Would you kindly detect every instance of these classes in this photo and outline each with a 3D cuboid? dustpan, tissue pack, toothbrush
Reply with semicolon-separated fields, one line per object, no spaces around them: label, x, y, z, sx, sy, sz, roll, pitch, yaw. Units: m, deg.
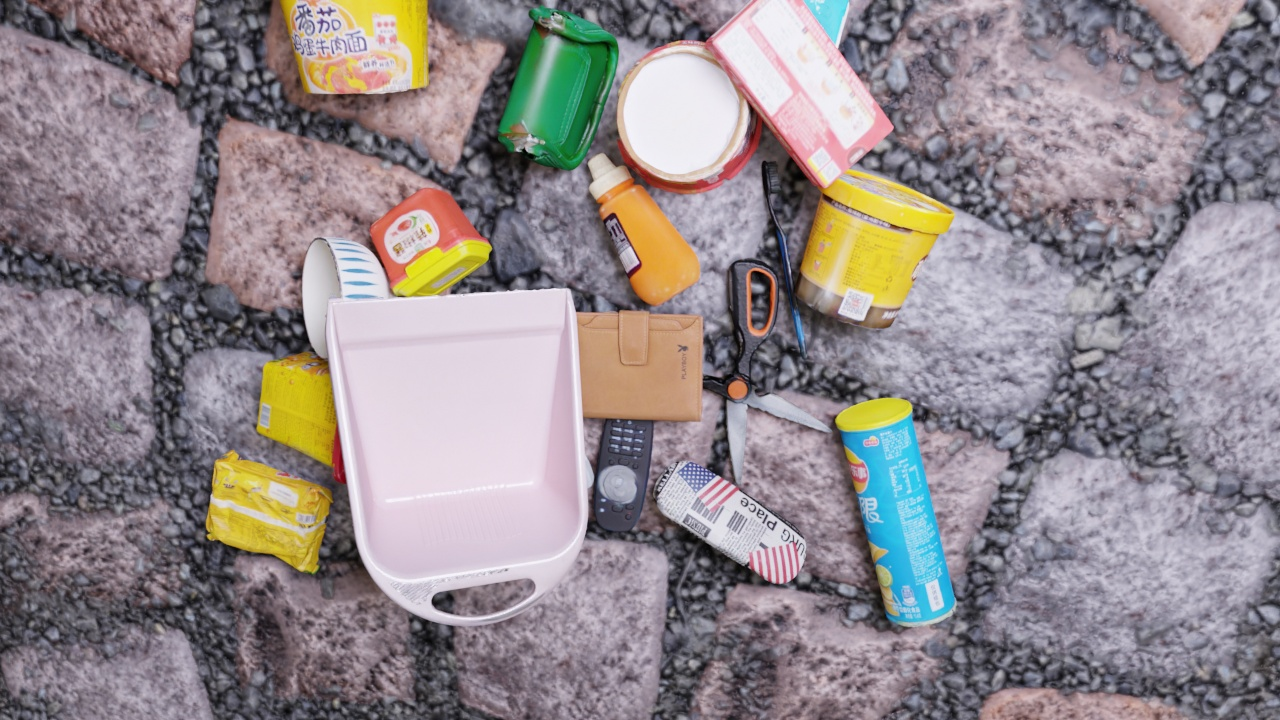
dustpan;-0.146;0.081;0.805;0.222;0.139;0.274;-7;113;-17
tissue pack;0.144;-0.273;0.783;0.050;0.093;0.133;17;105;6
toothbrush;0.138;-0.094;0.856;0.016;0.014;0.189;-13;94;-6

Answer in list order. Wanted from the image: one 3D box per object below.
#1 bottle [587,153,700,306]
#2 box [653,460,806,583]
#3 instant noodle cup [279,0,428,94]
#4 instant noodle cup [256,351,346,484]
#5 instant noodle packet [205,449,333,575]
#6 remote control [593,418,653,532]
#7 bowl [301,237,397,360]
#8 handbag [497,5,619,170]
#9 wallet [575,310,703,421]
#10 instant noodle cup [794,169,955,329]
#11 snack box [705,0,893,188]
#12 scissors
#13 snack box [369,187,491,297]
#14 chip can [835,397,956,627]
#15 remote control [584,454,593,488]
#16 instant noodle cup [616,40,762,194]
bottle;-0.004;-0.125;0.852;0.067;0.066;0.149;-31;91;12
box;0.090;0.157;0.896;0.163;0.082;0.075;34;98;0
instant noodle cup;-0.247;-0.293;0.804;0.138;0.137;0.110;1;111;5
instant noodle cup;-0.298;0.046;0.900;0.124;0.116;0.116;15;104;14
instant noodle packet;-0.388;0.159;0.964;0.128;0.044;0.111;19;111;5
remote control;-0.017;0.105;0.923;0.053;0.024;0.136;9;101;3
bowl;-0.274;-0.060;0.879;0.066;0.116;0.116;-5;107;-36
handbag;-0.074;-0.236;0.801;0.068;0.120;0.131;22;106;6
wallet;-0.005;0.005;0.877;0.132;0.031;0.108;2;103;6
instant noodle cup;0.199;-0.098;0.811;0.118;0.118;0.115;18;111;1
snack box;0.128;-0.219;0.733;0.075;0.025;0.153;-42;109;4
scissors;0.085;0.008;0.892;0.233;0.021;0.221;17;105;3
snack box;-0.200;-0.111;0.868;0.091;0.082;0.080;-33;85;11
chip can;0.247;0.146;0.883;0.071;0.071;0.210;-15;102;9
remote control;-0.122;0.127;0.932;0.150;0.021;0.058;-24;107;16
instant noodle cup;0.041;-0.212;0.800;0.138;0.108;0.138;1;103;5
